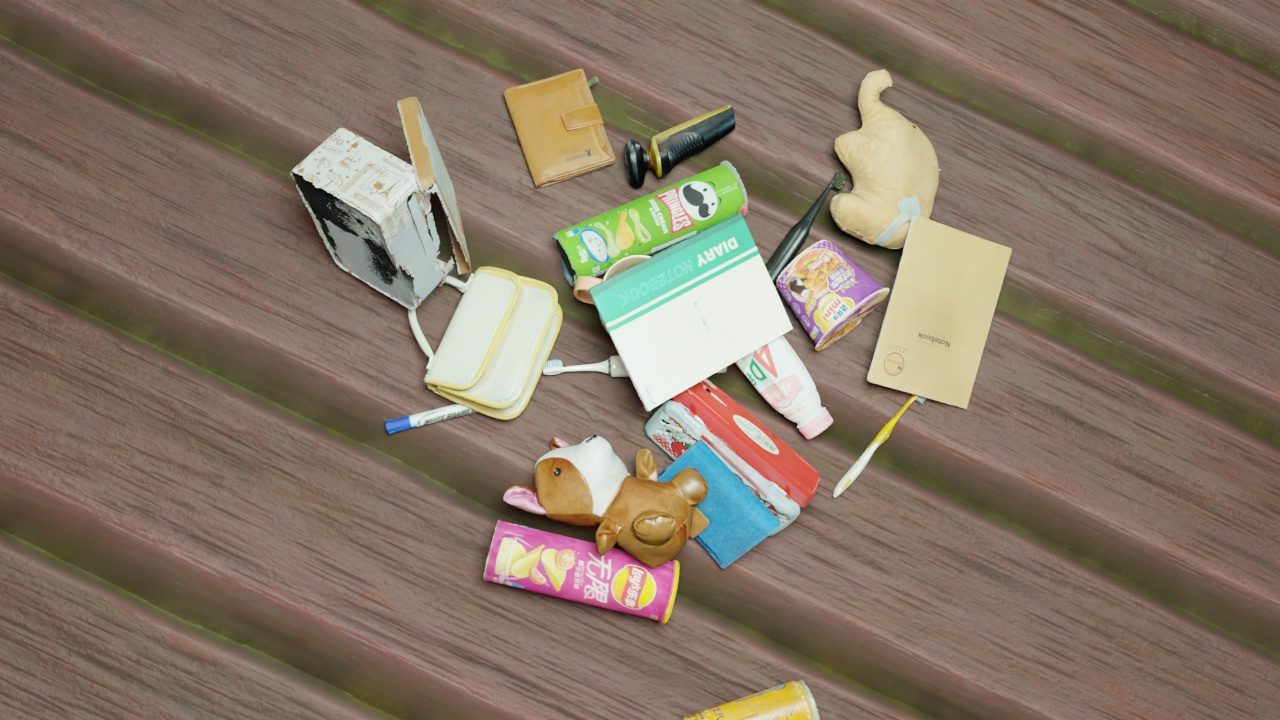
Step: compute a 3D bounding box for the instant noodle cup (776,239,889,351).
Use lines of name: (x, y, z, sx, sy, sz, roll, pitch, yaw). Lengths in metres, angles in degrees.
instant noodle cup: (0.224, -0.083, 1.106, 0.111, 0.112, 0.099, -37, 77, -11)

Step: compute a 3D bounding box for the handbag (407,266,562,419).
handbag: (-0.195, -0.034, 1.067, 0.179, 0.063, 0.163, 19, 71, 5)

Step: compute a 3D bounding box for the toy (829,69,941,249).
toy: (0.312, -0.250, 1.156, 0.143, 0.083, 0.225, 13, 75, -20)

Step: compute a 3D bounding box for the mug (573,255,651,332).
mug: (-0.021, -0.072, 1.073, 0.114, 0.106, 0.081, 11, 78, -4)

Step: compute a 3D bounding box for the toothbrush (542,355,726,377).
toothbrush: (-0.007, 0.006, 1.101, 0.221, 0.027, 0.026, -2, 59, -6)

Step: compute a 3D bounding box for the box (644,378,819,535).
box: (0.101, 0.117, 1.077, 0.201, 0.095, 0.100, 40, 114, 3)

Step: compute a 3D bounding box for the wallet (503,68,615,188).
wallet: (-0.095, -0.293, 1.148, 0.119, 0.035, 0.130, -20, 83, -3)

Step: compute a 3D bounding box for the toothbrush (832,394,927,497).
toothbrush: (0.297, 0.097, 1.122, 0.018, 0.016, 0.191, 44, 77, -6)

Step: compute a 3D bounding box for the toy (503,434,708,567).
toy: (-0.037, 0.144, 1.010, 0.200, 0.139, 0.131, 16, 120, 24)

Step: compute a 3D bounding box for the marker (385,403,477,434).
marker: (-0.224, 0.061, 1.073, 0.145, 0.017, 0.017, -14, 81, -8)

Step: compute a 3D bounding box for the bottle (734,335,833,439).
bottle: (0.157, 0.005, 1.099, 0.068, 0.068, 0.197, -37, 87, -11)

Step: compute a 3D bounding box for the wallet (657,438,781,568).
wallet: (0.082, 0.165, 1.049, 0.133, 0.107, 0.040, 47, 41, 5)

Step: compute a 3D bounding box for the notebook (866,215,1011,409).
notebook: (0.367, -0.057, 1.120, 0.147, 0.008, 0.207, 15, 92, -17)

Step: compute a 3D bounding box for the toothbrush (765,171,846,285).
toothbrush: (0.198, -0.155, 1.154, 0.027, 0.026, 0.212, 35, 77, 7)

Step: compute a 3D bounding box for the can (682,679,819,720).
can: (0.122, 0.406, 1.023, 0.146, 0.058, 0.058, -15, 81, -9)

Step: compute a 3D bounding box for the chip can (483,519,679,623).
chip can: (-0.066, 0.236, 1.029, 0.210, 0.071, 0.071, 14, 78, -3)

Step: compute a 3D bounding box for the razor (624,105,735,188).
razor: (0.050, -0.276, 1.152, 0.167, 0.062, 0.067, -30, 53, -16)

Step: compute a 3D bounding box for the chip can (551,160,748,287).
chip can: (0.012, -0.165, 1.112, 0.236, 0.072, 0.072, -24, 83, -9)

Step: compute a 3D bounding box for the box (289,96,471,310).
box: (-0.256, -0.182, 1.021, 0.151, 0.182, 0.168, 29, 65, 15)

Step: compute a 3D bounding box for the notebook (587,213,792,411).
notebook: (0.061, -0.057, 1.027, 0.208, 0.012, 0.150, -29, 98, -21)
